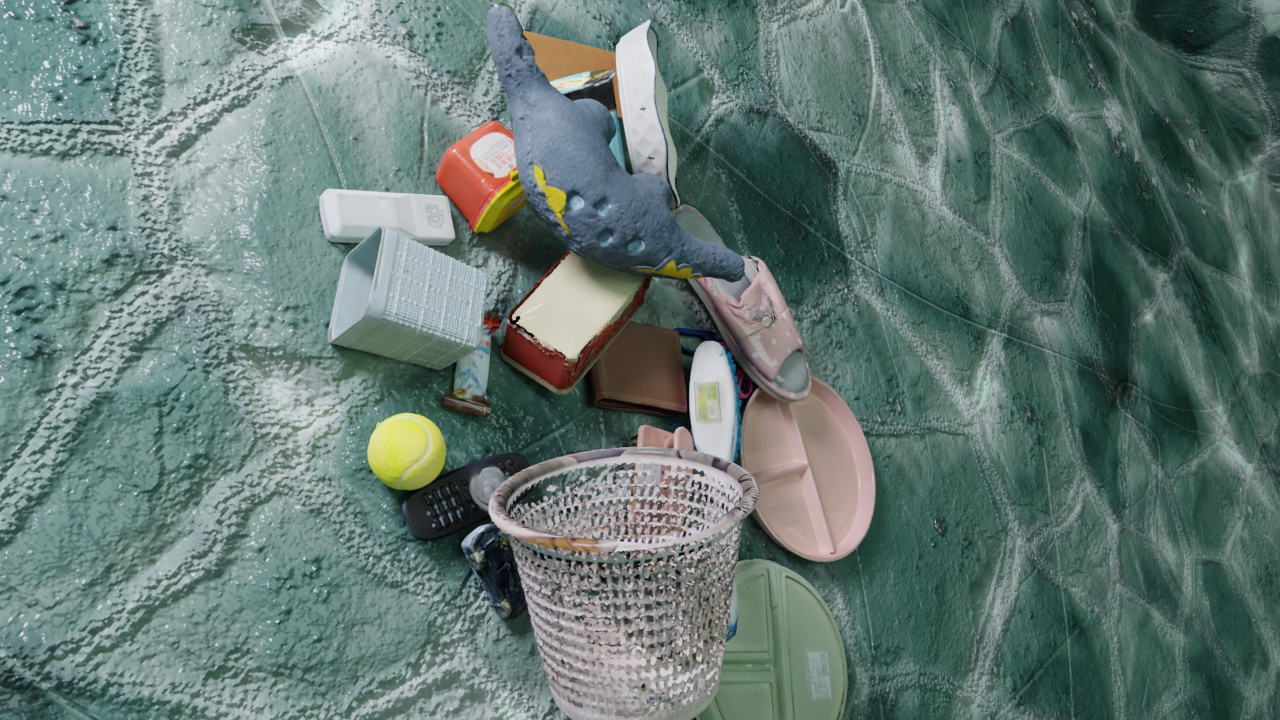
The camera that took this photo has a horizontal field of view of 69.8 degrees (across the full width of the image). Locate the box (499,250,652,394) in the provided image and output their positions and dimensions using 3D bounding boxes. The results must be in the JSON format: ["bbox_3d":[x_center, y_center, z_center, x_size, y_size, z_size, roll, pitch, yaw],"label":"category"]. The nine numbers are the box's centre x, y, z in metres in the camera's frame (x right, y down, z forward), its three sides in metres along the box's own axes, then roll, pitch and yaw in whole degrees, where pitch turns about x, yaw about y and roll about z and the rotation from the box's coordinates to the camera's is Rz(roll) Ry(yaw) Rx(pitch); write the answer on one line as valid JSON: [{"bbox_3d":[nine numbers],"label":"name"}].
[{"bbox_3d":[-0.058,-0.056,0.921,0.091,0.077,0.167,32,52,7],"label":"box"}]

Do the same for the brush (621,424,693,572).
[{"bbox_3d":[0.019,0.141,0.928,0.063,0.073,0.145,22,63,-31],"label":"brush"}]

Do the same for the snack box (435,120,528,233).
[{"bbox_3d":[-0.150,-0.187,0.918,0.080,0.082,0.091,46,52,-3],"label":"snack box"}]

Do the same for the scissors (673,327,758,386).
[{"bbox_3d":[0.097,-0.038,1.096,0.162,0.012,0.176,-24,90,-42],"label":"scissors"}]

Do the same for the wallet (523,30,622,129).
[{"bbox_3d":[-0.083,-0.317,1.048,0.131,0.031,0.107,1,74,-33],"label":"wallet"}]

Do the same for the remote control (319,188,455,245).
[{"bbox_3d":[-0.237,-0.135,0.865,0.124,0.024,0.049,-4,76,-39],"label":"remote control"}]

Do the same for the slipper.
[{"bbox_3d":[0.122,-0.073,1.075,0.274,0.055,0.113,55,43,1],"label":"slipper"}]

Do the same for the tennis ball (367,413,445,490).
[{"bbox_3d":[-0.200,0.078,0.785,0.065,0.066,0.065,15,65,-33],"label":"tennis ball"}]

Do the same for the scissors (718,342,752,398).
[{"bbox_3d":[0.130,-0.007,1.097,0.137,0.017,0.093,-34,97,-46],"label":"scissors"}]

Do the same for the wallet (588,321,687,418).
[{"bbox_3d":[-0.006,0.006,0.988,0.124,0.032,0.101,10,63,-35],"label":"wallet"}]

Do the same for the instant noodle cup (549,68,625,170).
[{"bbox_3d":[-0.066,-0.234,0.975,0.111,0.111,0.120,-38,123,-40],"label":"instant noodle cup"}]

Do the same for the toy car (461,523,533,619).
[{"bbox_3d":[-0.128,0.189,0.819,0.042,0.034,0.090,-43,115,-44],"label":"toy car"}]

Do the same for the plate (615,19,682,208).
[{"bbox_3d":[0.010,-0.269,1.024,0.045,0.205,0.204,-7,73,6],"label":"plate"}]

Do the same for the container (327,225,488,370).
[{"bbox_3d":[-0.203,-0.049,0.818,0.111,0.090,0.089,21,62,-34],"label":"container"}]

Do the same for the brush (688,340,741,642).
[{"bbox_3d":[0.081,0.127,0.959,0.060,0.109,0.314,-4,77,7],"label":"brush"}]

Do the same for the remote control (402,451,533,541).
[{"bbox_3d":[-0.156,0.122,0.829,0.136,0.024,0.053,-21,85,-42],"label":"remote control"}]

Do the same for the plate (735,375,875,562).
[{"bbox_3d":[0.197,0.127,1.100,0.229,0.028,0.229,15,65,-33],"label":"plate"}]

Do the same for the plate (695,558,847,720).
[{"bbox_3d":[0.142,0.328,0.982,0.230,0.028,0.229,14,66,-34],"label":"plate"}]

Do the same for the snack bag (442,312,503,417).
[{"bbox_3d":[-0.159,0.000,0.873,0.048,0.026,0.104,14,64,-20],"label":"snack bag"}]

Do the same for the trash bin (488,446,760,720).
[{"bbox_3d":[-0.009,0.198,0.792,0.226,0.228,0.192,-15,107,-40],"label":"trash bin"}]

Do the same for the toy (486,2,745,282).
[{"bbox_3d":[-0.043,-0.173,0.877,0.356,0.092,0.137,47,66,-17],"label":"toy"}]
